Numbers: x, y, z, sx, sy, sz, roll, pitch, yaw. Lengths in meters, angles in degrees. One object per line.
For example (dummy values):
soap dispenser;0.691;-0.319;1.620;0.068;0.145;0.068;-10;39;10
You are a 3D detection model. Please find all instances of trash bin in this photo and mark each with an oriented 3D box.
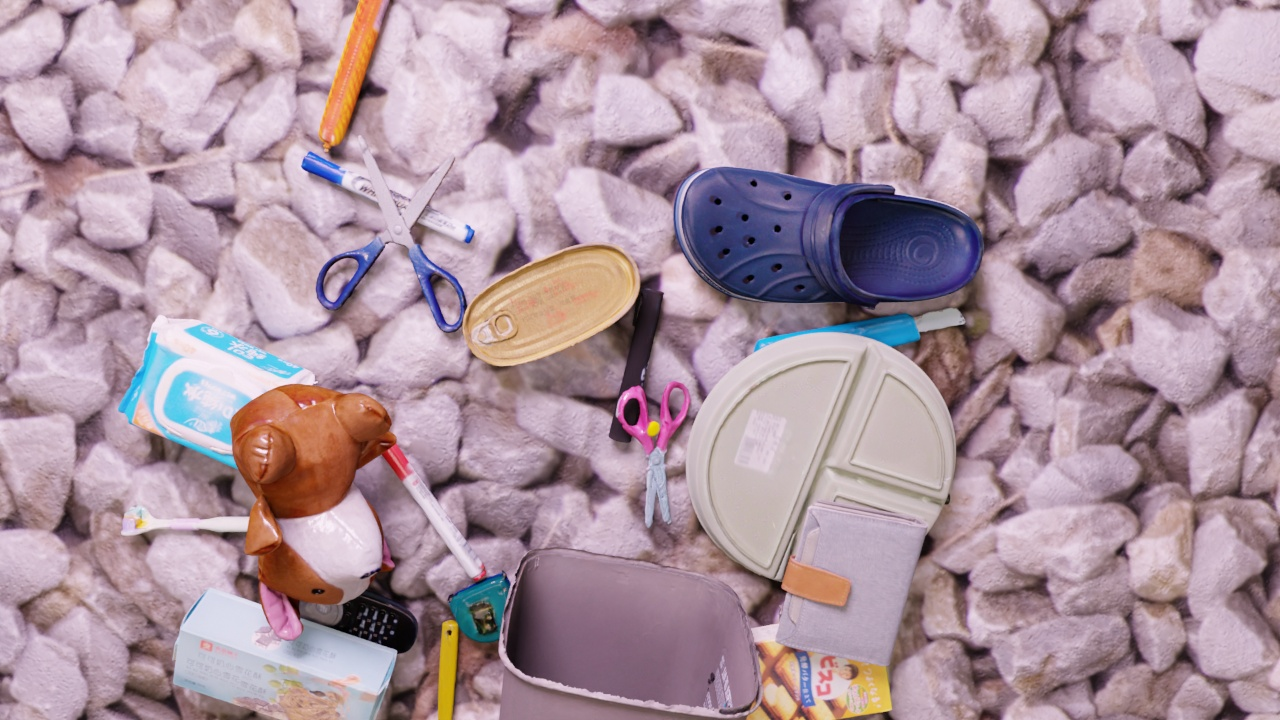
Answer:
trash bin;-0.026;0.300;0.741;0.198;0.198;0.220;10;105;-3

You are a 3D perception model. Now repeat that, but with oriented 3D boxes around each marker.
marker;-0.005;0.004;0.771;0.022;0.020;0.132;13;99;3
marker;-0.204;-0.131;0.745;0.146;0.017;0.017;25;98;-5
marker;-0.179;0.129;0.789;0.017;0.017;0.145;-33;99;4

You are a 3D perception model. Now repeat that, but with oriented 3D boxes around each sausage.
sausage;-0.223;-0.242;0.723;0.021;0.021;0.165;21;98;-5

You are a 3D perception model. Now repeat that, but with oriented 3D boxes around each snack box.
snack box;0.147;0.276;0.814;0.140;0.033;0.087;-10;100;-1
snack box;-0.302;0.261;0.781;0.175;0.051;0.074;20;122;-5

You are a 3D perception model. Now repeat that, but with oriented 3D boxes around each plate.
plate;0.153;0.090;0.769;0.230;0.027;0.230;0;105;-1

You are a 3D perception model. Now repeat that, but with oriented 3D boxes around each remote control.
remote control;-0.259;0.217;0.799;0.136;0.024;0.053;19;105;-4

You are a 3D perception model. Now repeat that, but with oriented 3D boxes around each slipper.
slipper;0.151;-0.090;0.723;0.252;0.095;0.105;7;97;-6

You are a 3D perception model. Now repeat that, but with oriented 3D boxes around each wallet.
wallet;0.172;0.186;0.762;0.106;0.037;0.130;11;103;-3

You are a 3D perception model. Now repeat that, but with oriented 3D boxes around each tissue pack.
tissue pack;-0.341;0.031;0.746;0.140;0.063;0.090;25;98;-5

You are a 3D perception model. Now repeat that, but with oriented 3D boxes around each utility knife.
utility knife;0.183;-0.018;0.772;0.185;0.018;0.034;-12;115;0

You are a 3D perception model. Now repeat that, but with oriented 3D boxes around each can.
can;-0.071;-0.048;0.745;0.148;0.049;0.074;-25;99;3

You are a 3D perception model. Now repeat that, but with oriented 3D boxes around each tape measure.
tape measure;-0.134;0.218;0.801;0.058;0.025;0.054;-23;98;3

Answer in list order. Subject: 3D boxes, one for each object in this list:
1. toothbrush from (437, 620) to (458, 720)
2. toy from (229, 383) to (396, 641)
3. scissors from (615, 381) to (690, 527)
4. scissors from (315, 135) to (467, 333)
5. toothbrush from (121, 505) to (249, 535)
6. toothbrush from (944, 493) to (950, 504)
toothbrush;-0.175;0.324;0.824;0.015;0.016;0.190;5;98;-1
toy;-0.244;0.117;0.711;0.130;0.139;0.200;29;126;34
scissors;0.022;0.080;0.785;0.076;0.017;0.138;-20;112;-23
scissors;-0.198;-0.093;0.742;0.162;0.012;0.176;-27;107;11
toothbrush;-0.345;0.139;0.787;0.189;0.029;0.020;1;141;-3
toothbrush;0.177;0.112;0.797;0.186;0.012;0.017;7;105;-3
